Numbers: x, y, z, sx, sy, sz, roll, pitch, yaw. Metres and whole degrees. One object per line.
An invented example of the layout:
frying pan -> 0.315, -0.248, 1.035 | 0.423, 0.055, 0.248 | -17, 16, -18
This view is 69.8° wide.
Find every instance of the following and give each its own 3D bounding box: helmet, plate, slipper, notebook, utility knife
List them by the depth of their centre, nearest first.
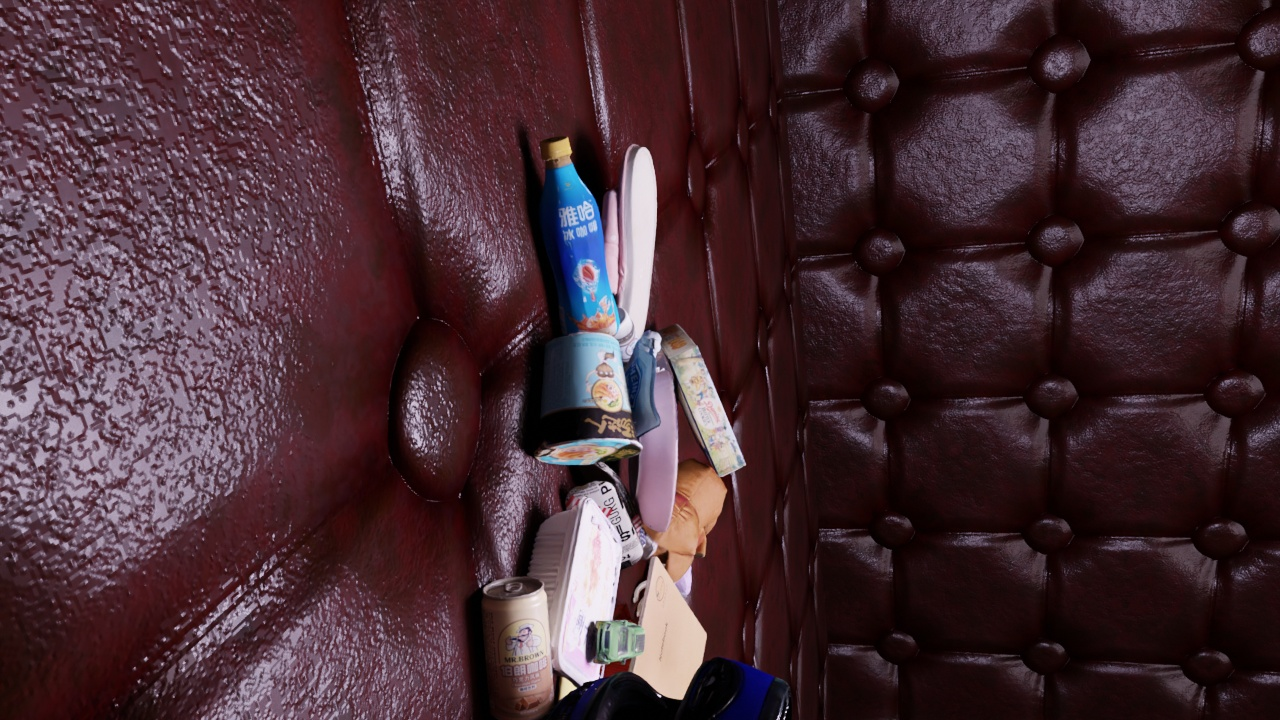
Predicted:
helmet -> -0.001, 0.402, 0.828 | 0.246, 0.240, 0.316 | -45, 143, -64
utility knife -> -0.080, 0.383, 0.962 | 0.031, 0.021, 0.198 | 23, 57, -36
plate -> 0.011, 0.107, 1.090 | 0.192, 0.039, 0.192 | 180, -89, -83
notebook -> 0.037, 0.349, 1.093 | 0.208, 0.008, 0.147 | 63, 31, -43
slipper -> -0.022, -0.132, 1.135 | 0.113, 0.054, 0.275 | -56, 153, -56

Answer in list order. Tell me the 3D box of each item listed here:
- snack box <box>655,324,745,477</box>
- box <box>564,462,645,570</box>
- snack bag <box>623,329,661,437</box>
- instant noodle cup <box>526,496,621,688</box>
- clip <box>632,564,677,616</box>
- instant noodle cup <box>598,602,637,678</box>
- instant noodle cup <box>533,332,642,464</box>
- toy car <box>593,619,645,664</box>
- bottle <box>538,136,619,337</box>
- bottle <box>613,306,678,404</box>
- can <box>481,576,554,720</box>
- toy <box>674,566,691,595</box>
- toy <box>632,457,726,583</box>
snack box -> 0.078, 0.051, 1.280 | 0.178, 0.046, 0.182 | -119, -174, -77
box -> -0.038, 0.172, 1.065 | 0.087, 0.076, 0.163 | -102, 173, -49
snack bag -> -0.012, 0.043, 1.020 | 0.191, 0.039, 0.110 | 130, -29, -64
instant noodle cup -> -0.073, 0.239, 0.933 | 0.138, 0.060, 0.173 | 64, 31, -53
clip -> 0.038, 0.312, 1.248 | 0.104, 0.082, 0.035 | -33, 124, -37
instant noodle cup -> -0.015, 0.398, 1.074 | 0.188, 0.079, 0.164 | -47, 129, -59
instant noodle cup -> -0.058, 0.038, 0.944 | 0.111, 0.111, 0.120 | 41, 42, -67
toy car -> -0.022, 0.287, 0.939 | 0.091, 0.036, 0.043 | 33, 59, -65
bottle -> -0.070, -0.125, 0.968 | 0.065, 0.065, 0.219 | -59, 143, -60
bottle -> -0.007, 0.007, 1.145 | 0.044, 0.079, 0.195 | 46, -13, 38
can -> -0.109, 0.257, 0.817 | 0.058, 0.059, 0.116 | -22, 110, -71
toy -> 0.051, 0.298, 1.342 | 0.084, 0.039, 0.108 | 46, -27, 47
toy -> 0.035, 0.211, 1.221 | 0.131, 0.140, 0.199 | -53, 176, 24
